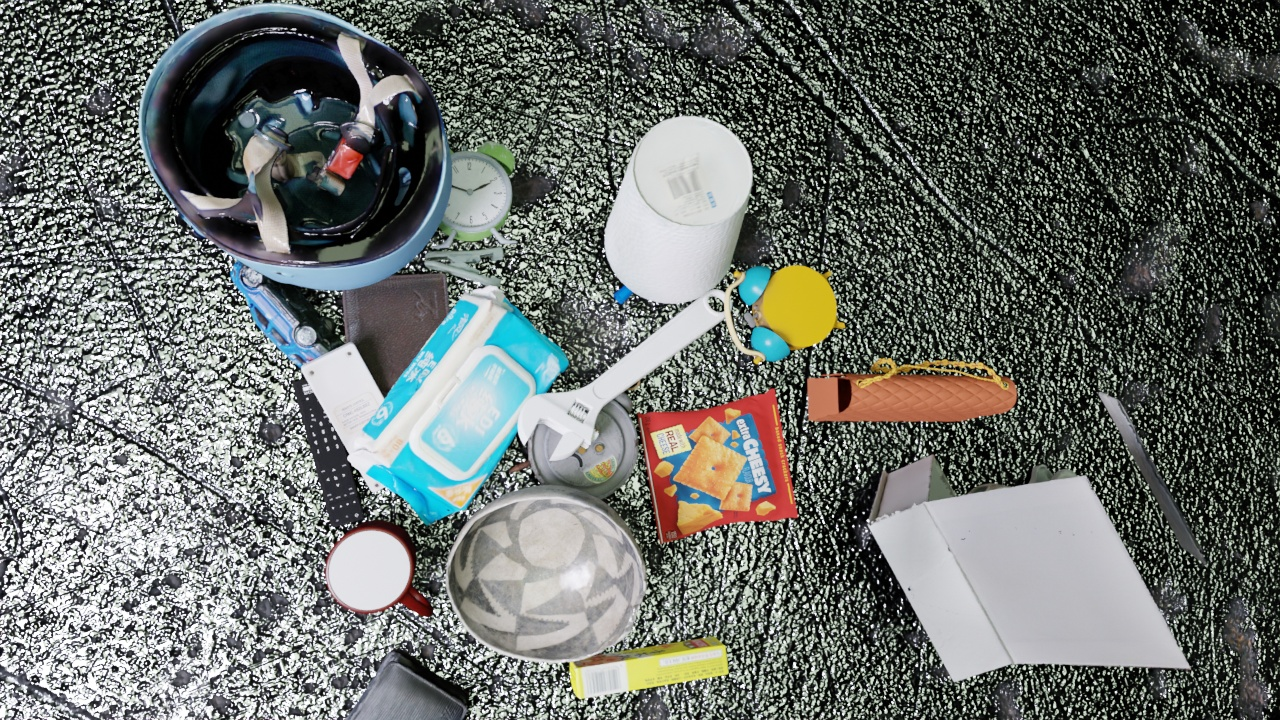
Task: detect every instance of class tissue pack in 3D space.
[{"bbox_3d":[-0.164,0.042,0.837,0.117,0.066,0.209,44,77,-34],"label":"tissue pack"}]

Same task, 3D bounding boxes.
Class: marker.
[{"bbox_3d":[0.027,-0.109,0.936,0.141,0.013,0.013,-44,94,-13],"label":"marker"}]

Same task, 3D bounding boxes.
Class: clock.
[{"bbox_3d":[-0.048,0.071,0.880,0.104,0.056,0.147,37,80,-6],"label":"clock"},{"bbox_3d":[0.146,-0.052,0.942,0.129,0.044,0.099,-12,87,-20],"label":"clock"},{"bbox_3d":[-0.166,-0.165,0.886,0.094,0.043,0.119,-4,86,-13],"label":"clock"}]

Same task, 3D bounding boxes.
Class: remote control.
[{"bbox_3d":[-0.289,0.083,0.851,0.030,0.009,0.140,-16,88,-13],"label":"remote control"},{"bbox_3d":[-0.254,0.053,0.839,0.050,0.011,0.136,-28,111,-13],"label":"remote control"}]

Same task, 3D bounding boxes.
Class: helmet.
[{"bbox_3d":[-0.289,-0.171,0.795,0.265,0.167,0.225,40,75,4],"label":"helmet"}]

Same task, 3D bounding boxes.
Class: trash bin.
[{"bbox_3d":[0.037,-0.141,0.854,0.133,0.161,0.133,1,76,-5],"label":"trash bin"}]

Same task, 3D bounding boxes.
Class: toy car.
[{"bbox_3d":[-0.324,-0.043,0.833,0.044,0.056,0.120,-37,98,10],"label":"toy car"}]

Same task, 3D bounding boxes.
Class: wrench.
[{"bbox_3d":[-0.005,0.005,0.878,0.272,0.018,0.066,-37,81,-30],"label":"wrench"}]

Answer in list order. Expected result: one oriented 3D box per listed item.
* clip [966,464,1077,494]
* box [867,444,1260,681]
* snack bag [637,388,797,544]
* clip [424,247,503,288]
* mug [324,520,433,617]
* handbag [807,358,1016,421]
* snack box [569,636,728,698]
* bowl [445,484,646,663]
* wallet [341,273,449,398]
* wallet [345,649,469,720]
[{"bbox_3d":[0.405,0.176,0.967,0.143,0.073,0.124,-40,96,-3],"label":"clip"},{"bbox_3d":[0.324,0.172,0.799,0.160,0.340,0.167,-30,91,-24],"label":"box"},{"bbox_3d":[0.077,0.104,0.911,0.144,0.039,0.130,-9,86,-13],"label":"snack bag"},{"bbox_3d":[-0.171,-0.094,0.888,0.076,0.023,0.057,5,82,-13],"label":"clip"},{"bbox_3d":[-0.225,0.192,0.815,0.105,0.083,0.073,43,77,-5],"label":"mug"},{"bbox_3d":[0.269,0.029,0.923,0.171,0.109,0.060,1,84,-12],"label":"handbag"},{"bbox_3d":[0.008,0.293,0.877,0.148,0.040,0.029,-5,86,-12],"label":"snack box"},{"bbox_3d":[-0.084,0.182,0.840,0.178,0.081,0.179,-1,112,-3],"label":"bowl"},{"bbox_3d":[-0.227,-0.022,0.866,0.099,0.031,0.120,-3,84,-16],"label":"wallet"},{"bbox_3d":[-0.220,0.335,0.832,0.089,0.026,0.115,34,79,-8],"label":"wallet"}]
